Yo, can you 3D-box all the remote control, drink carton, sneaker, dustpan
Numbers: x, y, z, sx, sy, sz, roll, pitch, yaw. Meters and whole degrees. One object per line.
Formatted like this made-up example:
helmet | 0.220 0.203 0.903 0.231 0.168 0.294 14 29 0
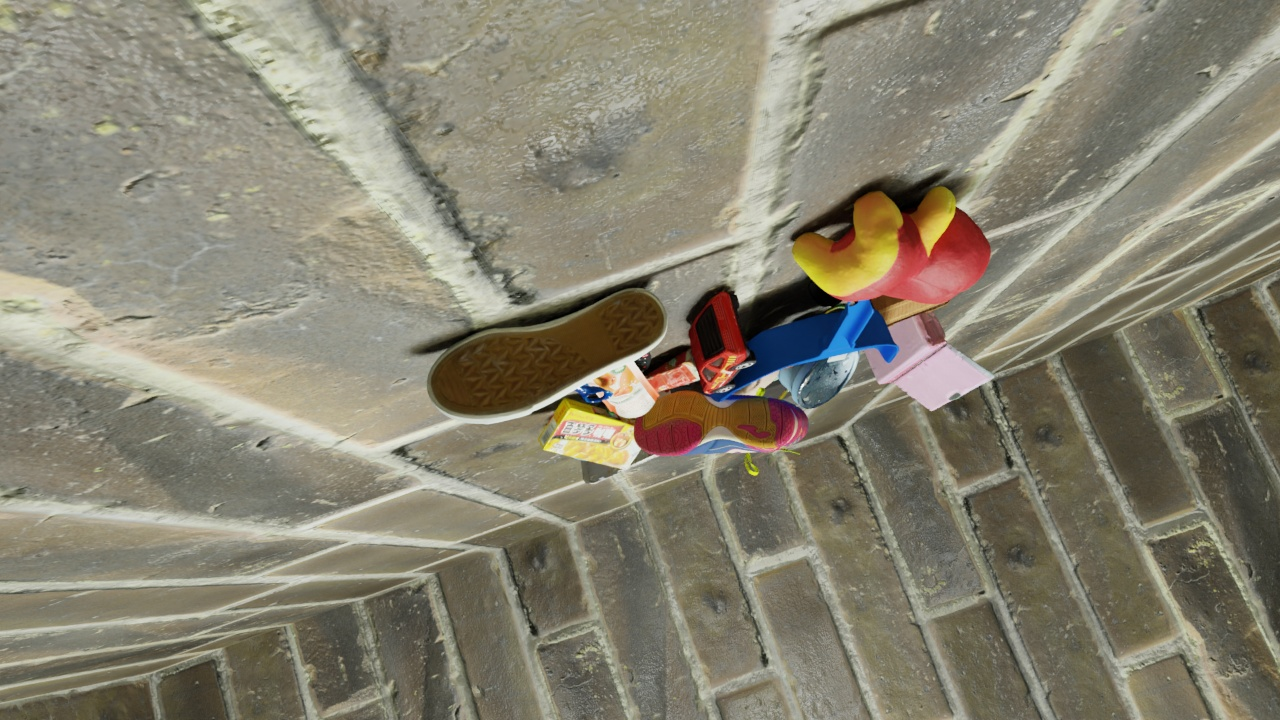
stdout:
remote control | -0.007 0.007 1.171 0.039 0.010 0.125 -18 167 -6
drink carton | -0.027 0.030 1.140 0.069 0.038 0.122 -18 149 11
sneaker | 0.108 0.096 1.236 0.242 0.116 0.091 -4 176 30
dustpan | 0.217 -0.023 1.091 0.245 0.059 0.258 -12 157 -9
sneaker | -0.087 0.001 0.882 0.235 0.087 0.079 -21 173 -10

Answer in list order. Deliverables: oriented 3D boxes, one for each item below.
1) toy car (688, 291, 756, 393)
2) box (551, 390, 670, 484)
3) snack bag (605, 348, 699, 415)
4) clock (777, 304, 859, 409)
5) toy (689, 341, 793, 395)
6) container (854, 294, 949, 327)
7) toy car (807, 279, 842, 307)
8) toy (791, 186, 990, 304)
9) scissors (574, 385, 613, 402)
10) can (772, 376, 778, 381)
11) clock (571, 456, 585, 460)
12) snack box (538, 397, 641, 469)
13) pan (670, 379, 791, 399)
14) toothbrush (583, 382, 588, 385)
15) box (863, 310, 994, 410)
toy car | 0.087 -0.015 1.061 0.056 0.081 0.189 -12 166 -7
box | -0.041 0.104 1.392 0.217 0.094 0.107 -28 137 35
snack bag | 0.017 0.036 1.232 0.155 0.044 0.087 -30 161 25
clock | 0.256 -0.006 1.295 0.117 0.060 0.162 -9 131 -40
toy | 0.142 0.012 1.273 0.132 0.076 0.176 15 147 -41
container | 0.333 -0.090 1.171 0.114 0.063 0.061 -21 160 7
toy car | 0.232 -0.094 1.045 0.036 0.042 0.092 -40 -176 -42
toy | 0.263 -0.108 0.924 0.215 0.098 0.148 -1 166 -40
scissors | -0.085 0.033 1.086 0.132 0.015 0.110 -22 140 -2
can | 0.175 0.011 1.359 0.101 0.053 0.053 -25 166 21
clock | -0.088 0.114 1.348 0.087 0.041 0.123 8 146 6
snack box | -0.062 0.104 1.280 0.152 0.025 0.075 19 113 -38
pan | 0.157 0.054 1.529 0.355 0.043 0.250 -7 162 -44
toothbrush | -0.053 0.030 1.189 0.021 0.016 0.132 -26 166 15
box | 0.431 0.000 1.435 0.059 0.179 0.233 -35 169 -13
